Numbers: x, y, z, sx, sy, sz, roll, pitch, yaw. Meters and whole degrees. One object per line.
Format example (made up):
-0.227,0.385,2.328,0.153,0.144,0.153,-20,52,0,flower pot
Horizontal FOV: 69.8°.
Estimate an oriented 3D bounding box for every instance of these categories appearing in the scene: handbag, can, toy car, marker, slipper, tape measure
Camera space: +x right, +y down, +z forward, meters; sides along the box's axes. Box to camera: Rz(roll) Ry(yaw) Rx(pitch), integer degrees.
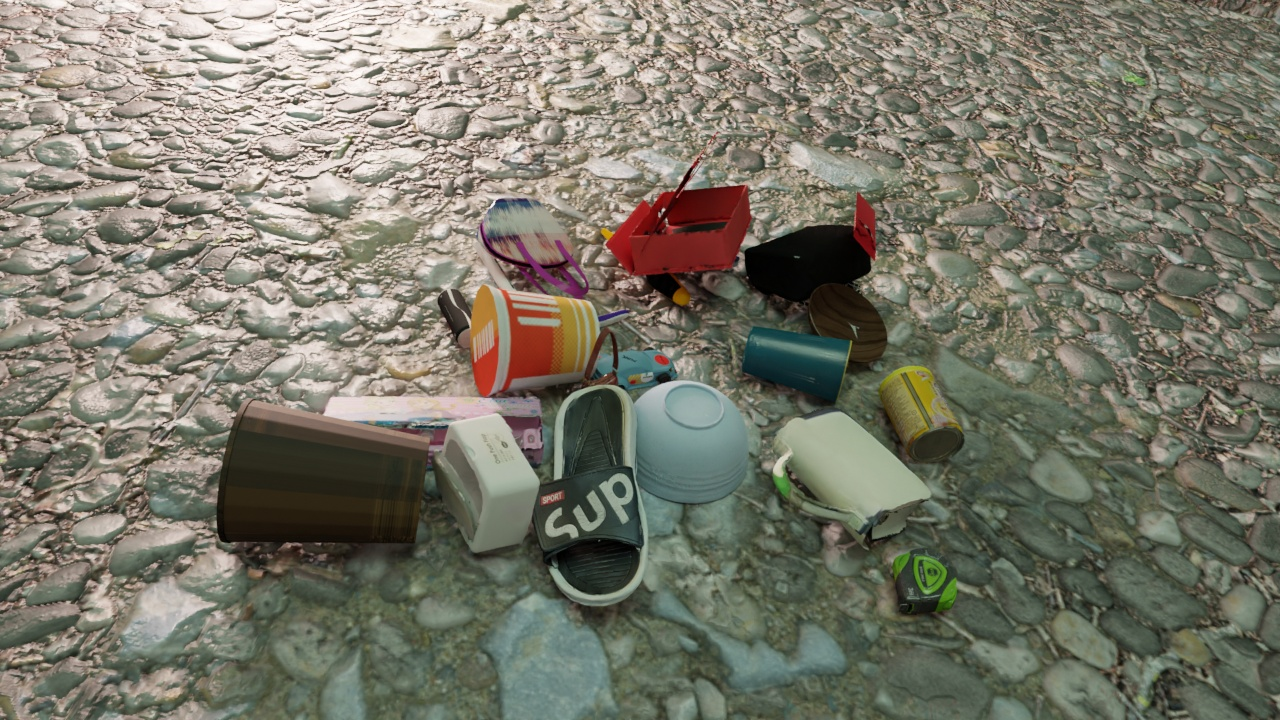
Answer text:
0.230,-0.123,1.269,0.153,0.115,0.125,-25,29,-30,handbag
0.328,0.063,1.075,0.067,0.068,0.105,0,43,-12,can
-0.006,0.006,1.098,0.107,0.028,0.060,-10,45,-22,toy car
-0.189,-0.115,1.202,0.020,0.017,0.133,12,32,-43,marker
-0.042,0.011,1.015,0.055,0.120,0.029,-21,51,-31,handbag
-0.052,0.118,0.907,0.111,0.063,0.263,-15,43,14,slipper
-0.220,-0.052,1.115,0.031,0.032,0.080,-13,47,-24,can
-0.130,-0.135,1.206,0.144,0.068,0.170,-11,52,-47,handbag
0.195,0.129,0.956,0.175,0.074,0.151,-7,43,-47,handbag
0.283,0.222,0.915,0.059,0.036,0.065,2,45,4,tape measure

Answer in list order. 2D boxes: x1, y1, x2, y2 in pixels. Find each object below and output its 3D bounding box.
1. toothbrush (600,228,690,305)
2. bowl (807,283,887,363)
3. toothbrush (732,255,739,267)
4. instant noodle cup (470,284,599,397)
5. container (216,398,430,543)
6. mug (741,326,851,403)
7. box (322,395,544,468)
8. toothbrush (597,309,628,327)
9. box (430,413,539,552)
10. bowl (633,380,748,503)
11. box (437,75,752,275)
0.004,-0.132,1.255,0.030,0.031,0.196,12,25,-50,toothbrush
0.261,-0.042,1.188,0.119,0.032,0.119,14,55,-20,bowl
0.073,-0.140,1.290,0.135,0.017,0.021,-1,39,-9,toothbrush
-0.119,-0.023,1.045,0.121,0.124,0.123,-1,42,-24,instant noodle cup
-0.288,0.112,0.856,0.167,0.132,0.132,8,41,-12,container
0.188,-0.001,1.116,0.121,0.078,0.078,14,41,11,mug
-0.217,0.064,0.963,0.230,0.063,0.084,1,43,-11,box
-0.093,-0.037,1.138,0.186,0.015,0.016,-16,53,-28,toothbrush
-0.169,0.122,0.878,0.101,0.103,0.108,-5,43,-33,box
0.052,0.074,0.999,0.150,0.075,0.150,6,42,-6,bowl
-0.053,-0.240,1.240,0.425,0.128,0.212,26,30,2,box
